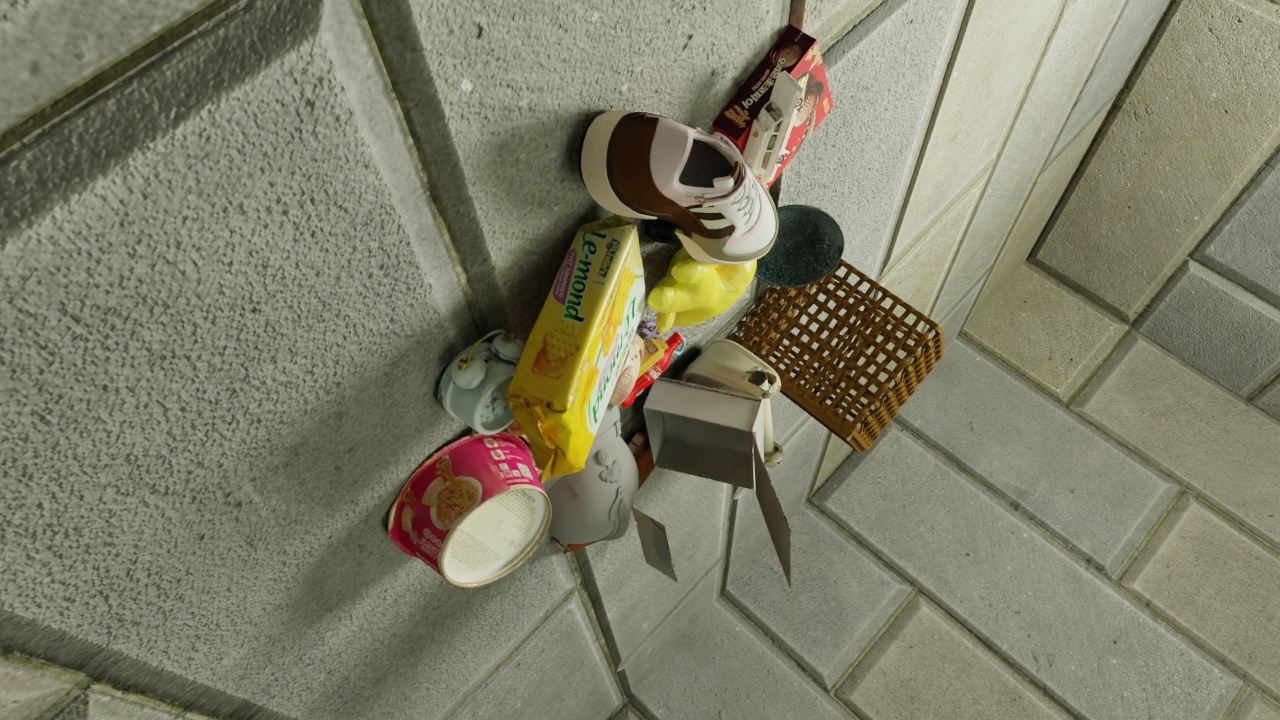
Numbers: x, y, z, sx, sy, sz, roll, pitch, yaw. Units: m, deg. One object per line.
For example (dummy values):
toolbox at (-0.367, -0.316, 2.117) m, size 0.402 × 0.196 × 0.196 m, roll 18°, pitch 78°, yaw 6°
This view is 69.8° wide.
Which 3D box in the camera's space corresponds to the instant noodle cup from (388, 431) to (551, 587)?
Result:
instant noodle cup at (-0.174, 0.171, 1.003) m, size 0.178 × 0.078 × 0.179 m, roll -28°, pitch 139°, yaw -27°

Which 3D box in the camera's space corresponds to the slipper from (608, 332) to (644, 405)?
slipper at (-0.036, 0.009, 1.066) m, size 0.093 × 0.081 × 0.197 m, roll -59°, pitch 159°, yaw 16°

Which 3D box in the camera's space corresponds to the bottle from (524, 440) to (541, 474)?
bottle at (-0.140, 0.128, 1.106) m, size 0.109 × 0.044 × 0.044 m, roll -51°, pitch 159°, yaw -1°

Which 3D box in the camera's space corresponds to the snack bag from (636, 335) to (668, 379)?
snack bag at (-0.007, 0.007, 1.174) m, size 0.099 × 0.026 × 0.020 m, roll -40°, pitch 146°, yaw 5°

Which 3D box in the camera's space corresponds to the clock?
clock at (-0.150, 0.018, 0.888) m, size 0.083 × 0.057 × 0.118 m, roll -33°, pitch 146°, yaw -37°

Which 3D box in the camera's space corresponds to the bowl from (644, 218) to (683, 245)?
bowl at (0.058, -0.165, 1.003) m, size 0.110 × 0.055 × 0.110 m, roll -42°, pitch 157°, yaw -23°

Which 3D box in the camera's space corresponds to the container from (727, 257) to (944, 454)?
container at (0.317, -0.016, 1.485) m, size 0.214 × 0.251 × 0.219 m, roll -52°, pitch 159°, yaw 3°

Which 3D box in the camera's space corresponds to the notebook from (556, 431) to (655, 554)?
notebook at (-0.036, 0.202, 1.445) m, size 0.226 × 0.024 × 0.167 m, roll -55°, pitch 162°, yaw 10°

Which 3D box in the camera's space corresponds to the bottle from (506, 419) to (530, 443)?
bottle at (-0.111, 0.067, 1.034) m, size 0.063 × 0.063 × 0.108 m, roll -55°, pitch 158°, yaw 10°

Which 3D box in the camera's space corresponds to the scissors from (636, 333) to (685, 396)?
scissors at (0.029, -0.010, 1.255) m, size 0.129 × 0.015 × 0.135 m, roll -27°, pitch 151°, yaw -43°

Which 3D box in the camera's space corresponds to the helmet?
helmet at (-0.058, 0.183, 1.248) m, size 0.182 × 0.118 × 0.272 m, roll -35°, pitch 158°, yaw -34°

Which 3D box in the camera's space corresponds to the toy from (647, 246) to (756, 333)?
toy at (0.068, -0.093, 1.061) m, size 0.134 × 0.092 × 0.207 m, roll -45°, pitch 176°, yaw 21°

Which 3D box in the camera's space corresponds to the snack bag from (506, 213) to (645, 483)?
snack bag at (-0.060, -0.013, 0.905) m, size 0.160 × 0.068 × 0.246 m, roll 86°, pitch 23°, yaw -64°

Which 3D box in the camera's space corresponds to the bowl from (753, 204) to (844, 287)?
bowl at (0.207, -0.170, 1.258) m, size 0.057 × 0.137 × 0.137 m, roll -87°, pitch -169°, yaw -47°

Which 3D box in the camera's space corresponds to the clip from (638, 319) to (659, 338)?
clip at (0.017, -0.043, 1.173) m, size 0.051 × 0.013 × 0.032 m, roll 13°, pitch 110°, yaw -58°

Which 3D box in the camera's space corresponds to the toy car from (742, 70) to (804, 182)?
toy car at (0.135, -0.241, 0.956) m, size 0.039 × 0.039 × 0.113 m, roll -13°, pitch 142°, yaw -24°

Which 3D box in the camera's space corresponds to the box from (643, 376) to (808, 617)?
box at (0.124, 0.172, 1.268) m, size 0.164 × 0.330 × 0.167 m, roll -20°, pitch 142°, yaw -6°

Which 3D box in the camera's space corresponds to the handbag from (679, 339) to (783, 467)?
handbag at (0.151, 0.052, 1.389) m, size 0.131 × 0.184 × 0.229 m, roll -46°, pitch 146°, yaw -22°

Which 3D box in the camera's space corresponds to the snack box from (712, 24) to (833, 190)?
snack box at (0.153, -0.277, 1.033) m, size 0.132 × 0.036 × 0.152 m, roll -52°, pitch 159°, yaw 3°

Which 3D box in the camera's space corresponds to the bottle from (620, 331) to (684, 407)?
bottle at (0.010, 0.009, 1.200) m, size 0.119 × 0.036 × 0.036 m, roll -45°, pitch 159°, yaw 2°

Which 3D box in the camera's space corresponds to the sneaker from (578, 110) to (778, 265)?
sneaker at (0.078, -0.162, 0.874) m, size 0.293 × 0.117 × 0.111 m, roll 19°, pitch 84°, yaw -52°
